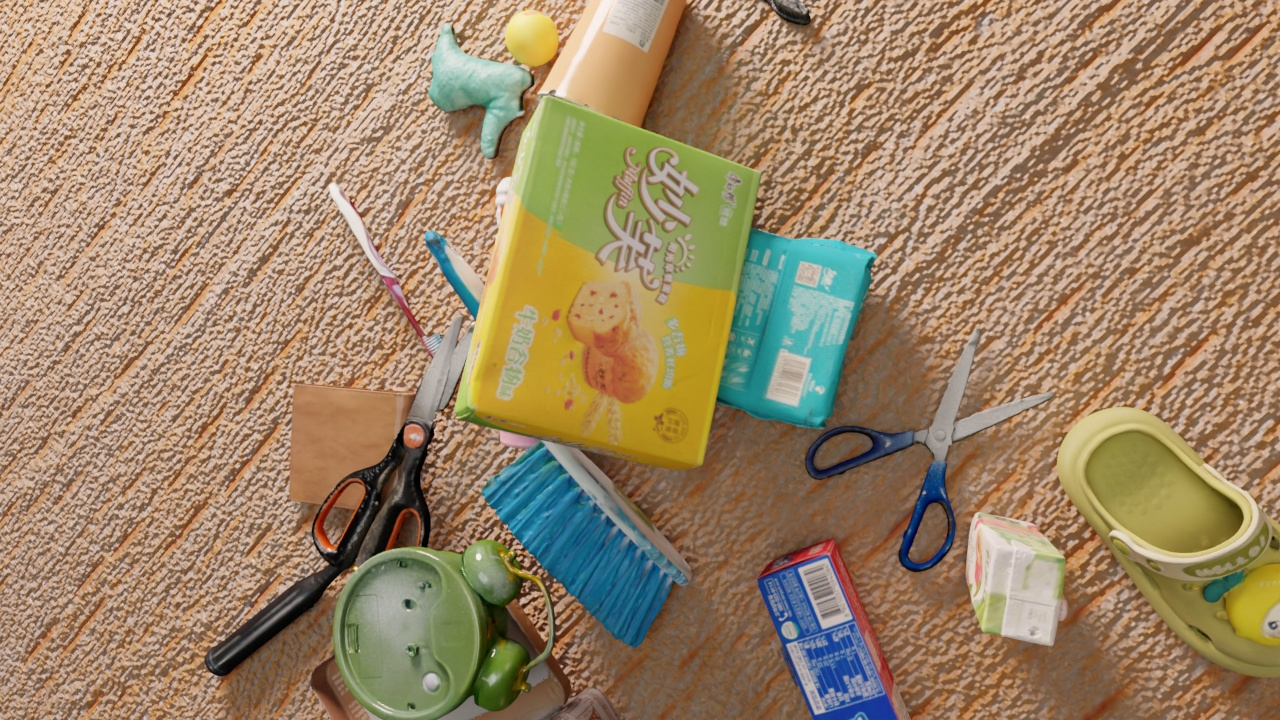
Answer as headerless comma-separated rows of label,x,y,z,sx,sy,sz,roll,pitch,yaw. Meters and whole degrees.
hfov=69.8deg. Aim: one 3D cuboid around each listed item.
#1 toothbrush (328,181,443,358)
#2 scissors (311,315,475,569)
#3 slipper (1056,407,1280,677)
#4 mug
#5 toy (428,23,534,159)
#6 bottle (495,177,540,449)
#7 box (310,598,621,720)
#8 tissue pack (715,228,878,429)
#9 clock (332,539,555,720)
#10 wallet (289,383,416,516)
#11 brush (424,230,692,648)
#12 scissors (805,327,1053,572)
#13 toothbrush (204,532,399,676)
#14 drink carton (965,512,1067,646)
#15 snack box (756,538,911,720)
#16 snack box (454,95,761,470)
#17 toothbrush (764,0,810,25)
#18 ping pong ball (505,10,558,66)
toothbrush,-0.202,-0.071,0.743,0.017,0.016,0.187,-34,81,5
scissors,-0.194,0.065,0.714,0.148,0.021,0.235,4,94,12
slipper,0.335,0.111,0.553,0.092,0.081,0.190,-44,76,14
mug,-0.014,-0.228,0.660,0.078,0.078,0.123,25,92,15
toy,-0.126,-0.208,0.715,0.092,0.030,0.096,15,100,18
bottle,-0.078,-0.034,0.683,0.068,0.068,0.197,5,96,16
box,-0.112,0.292,0.680,0.177,0.082,0.259,-38,80,13
tissue pack,0.101,-0.024,0.636,0.093,0.050,0.133,17,94,18
clock,-0.133,0.184,0.632,0.161,0.056,0.116,-9,83,19
wallet,-0.237,0.071,0.752,0.115,0.020,0.101,5,92,19
brush,-0.074,0.060,0.646,0.109,0.060,0.314,-42,99,4
scissors,0.194,0.063,0.626,0.162,0.012,0.174,-1,87,19
toothbrush,-0.279,0.196,0.759,0.213,0.026,0.027,-37,72,12
drink carton,0.228,0.130,0.561,0.045,0.122,0.053,9,91,15
snack box,0.145,0.230,0.618,0.057,0.058,0.207,-24,83,15
snack box,-0.021,-0.046,0.605,0.157,0.070,0.210,15,80,-17
toothbrush,0.048,-0.298,0.671,0.189,0.016,0.014,39,92,14
ping pong ball,-0.082,-0.244,0.695,0.040,0.040,0.040,0,90,16
